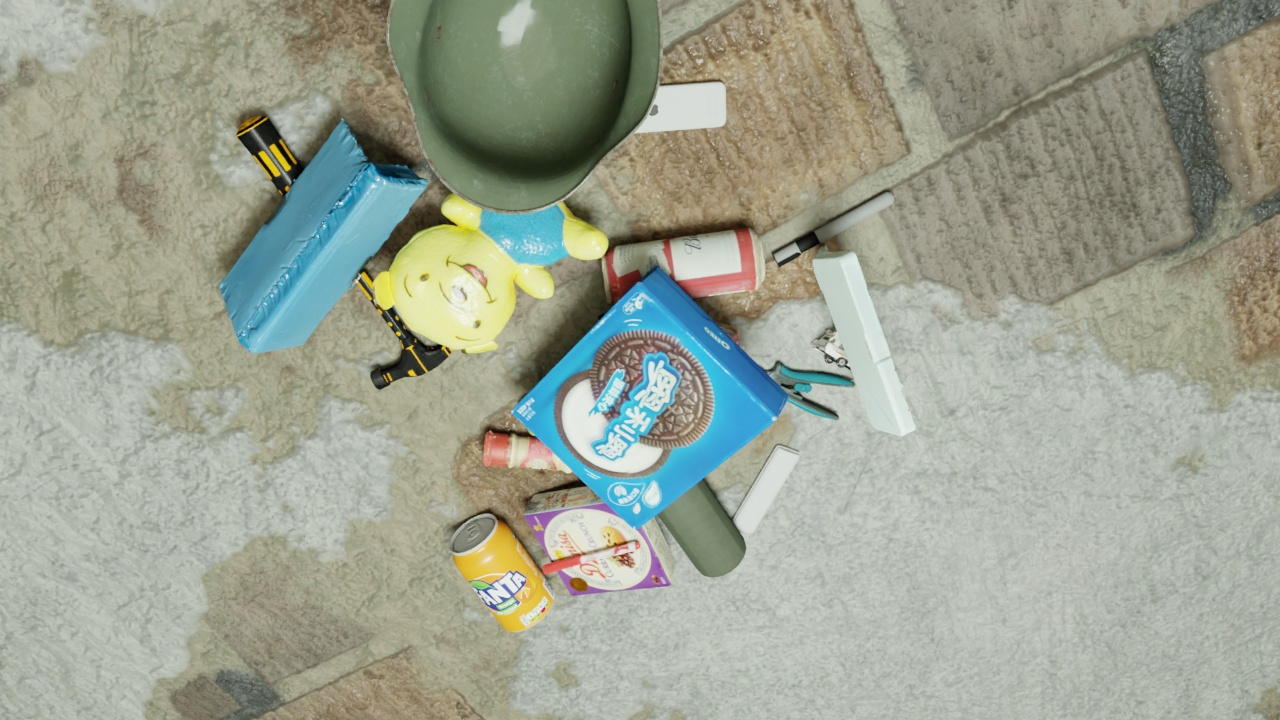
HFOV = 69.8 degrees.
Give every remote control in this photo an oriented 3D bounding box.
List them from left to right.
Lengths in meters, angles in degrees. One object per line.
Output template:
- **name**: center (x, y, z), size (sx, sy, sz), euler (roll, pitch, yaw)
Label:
- **remote control**: center (0.014, -0.255, 0.930), size (0.146, 0.008, 0.045), euler (-5, 118, -1)
- **remote control**: center (0.156, 0.163, 1.151), size (0.033, 0.012, 0.131), euler (20, 114, -13)

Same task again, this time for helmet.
- **helmet**: center (-0.102, -0.272, 0.832), size (0.227, 0.153, 0.268), euler (14, 110, -9)

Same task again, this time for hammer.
- **hammer**: center (-0.310, -0.113, 0.970), size (0.123, 0.036, 0.321), euler (-27, 117, 5)

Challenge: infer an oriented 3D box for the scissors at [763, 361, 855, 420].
- **scissors**: center (0.184, 0.031, 1.082), size (0.153, 0.019, 0.128), euler (-23, 114, 10)

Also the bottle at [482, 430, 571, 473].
- **bottle**: center (-0.132, 0.109, 1.089), size (0.109, 0.044, 0.044), euler (7, 116, -8)

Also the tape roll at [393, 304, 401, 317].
- **tape roll**: center (-0.222, -0.078, 0.983), size (0.093, 0.016, 0.091), euler (-42, 117, -5)

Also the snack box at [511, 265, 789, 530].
- **snack box**: center (0.005, 0.047, 0.973), size (0.195, 0.056, 0.240), euler (44, 122, -3)

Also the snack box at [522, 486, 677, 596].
- **snack box**: center (-0.048, 0.220, 1.127), size (0.148, 0.040, 0.143), euler (-13, 119, 24)

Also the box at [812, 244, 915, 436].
- **box**: center (0.229, -0.024, 0.966), size (0.049, 0.136, 0.197), euler (-20, 101, 6)

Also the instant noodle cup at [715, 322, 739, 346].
- **instant noodle cup**: center (0.071, 0.016, 1.031), size (0.097, 0.097, 0.109), euler (2, 108, -5)

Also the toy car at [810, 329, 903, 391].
- **toy car**: center (0.254, 0.000, 1.062), size (0.113, 0.039, 0.039), euler (26, 91, -16)

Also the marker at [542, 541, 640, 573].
- **marker**: center (-0.060, 0.239, 1.109), size (0.142, 0.012, 0.013), euler (-21, 118, 28)

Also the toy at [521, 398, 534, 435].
- **toy**: center (-0.089, 0.061, 1.072), size (0.094, 0.036, 0.093), euler (-41, 104, 15)

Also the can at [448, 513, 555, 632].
- **can**: center (-0.172, 0.265, 1.145), size (0.079, 0.079, 0.142), euler (-25, 116, 9)

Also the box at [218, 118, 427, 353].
- **box**: center (-0.329, -0.123, 0.911), size (0.102, 0.094, 0.232), euler (45, 107, 6)

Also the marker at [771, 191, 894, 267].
- **marker**: center (0.209, -0.143, 0.996), size (0.141, 0.016, 0.016), euler (-28, 115, 11)

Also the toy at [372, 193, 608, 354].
- **toy**: center (-0.157, -0.101, 0.942), size (0.214, 0.084, 0.149), euler (-44, 106, 2)

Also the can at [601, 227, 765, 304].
- **can**: center (0.045, -0.098, 0.980), size (0.170, 0.067, 0.067), euler (-8, 117, 1)

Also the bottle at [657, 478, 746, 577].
- **bottle**: center (0.053, 0.172, 1.116), size (0.071, 0.071, 0.207), euler (-29, 115, 11)

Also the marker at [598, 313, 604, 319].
- **marker**: center (-0.006, 0.006, 1.062), size (0.011, 0.011, 0.152), euler (-29, 115, 11)
